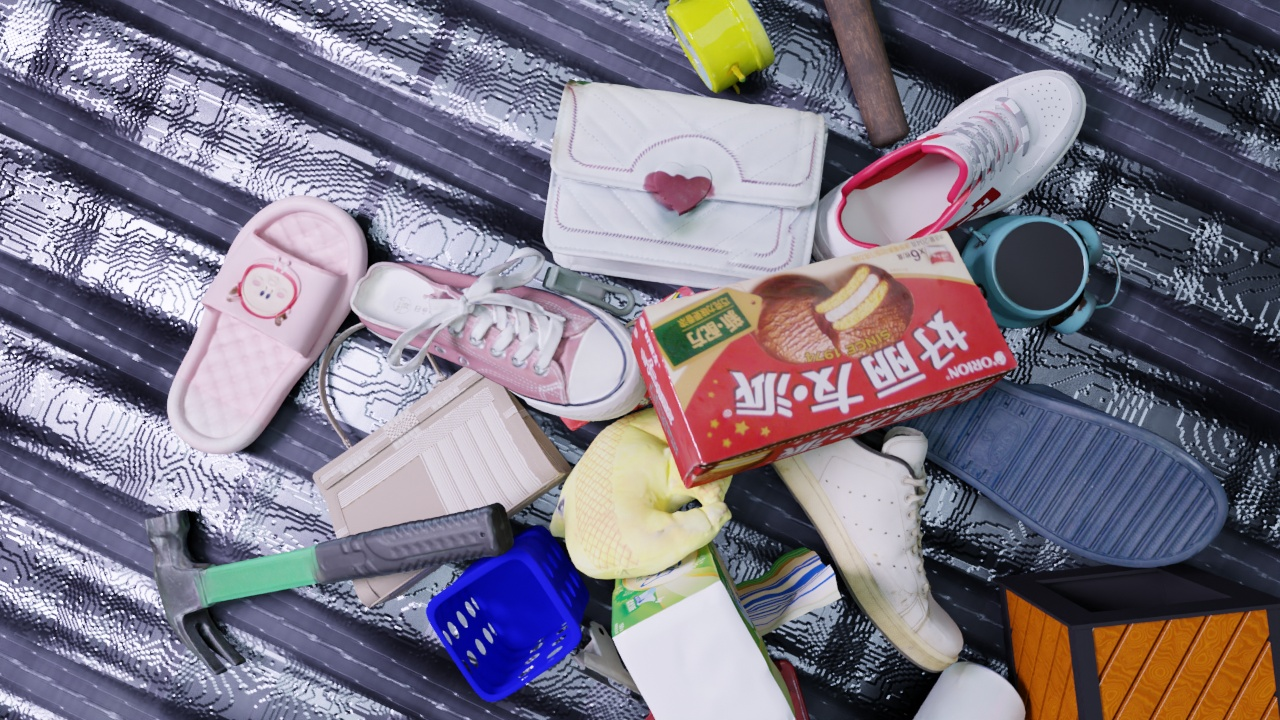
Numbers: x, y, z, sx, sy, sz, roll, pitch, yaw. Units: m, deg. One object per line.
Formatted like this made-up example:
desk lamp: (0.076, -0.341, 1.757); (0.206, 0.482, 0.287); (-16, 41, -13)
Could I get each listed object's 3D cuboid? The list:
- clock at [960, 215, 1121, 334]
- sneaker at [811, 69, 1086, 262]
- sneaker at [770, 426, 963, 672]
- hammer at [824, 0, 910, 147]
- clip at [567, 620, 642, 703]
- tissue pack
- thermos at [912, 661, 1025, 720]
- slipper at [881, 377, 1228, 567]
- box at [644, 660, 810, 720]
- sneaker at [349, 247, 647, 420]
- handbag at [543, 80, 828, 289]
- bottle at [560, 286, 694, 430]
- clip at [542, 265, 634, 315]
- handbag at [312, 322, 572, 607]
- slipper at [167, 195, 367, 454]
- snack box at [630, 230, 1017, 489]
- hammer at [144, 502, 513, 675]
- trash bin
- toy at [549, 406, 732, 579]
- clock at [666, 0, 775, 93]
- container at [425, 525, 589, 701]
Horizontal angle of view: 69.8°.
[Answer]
clock: (0.309, -0.067, 0.702); (0.124, 0.053, 0.090); (5, 90, -1)
sneaker: (0.236, -0.145, 0.679); (0.236, 0.104, 0.090); (-29, 89, 1)
sneaker: (0.180, 0.105, 0.677); (0.102, 0.088, 0.241); (-35, 83, 18)
hammer: (0.188, -0.324, 0.717); (0.218, 0.037, 0.300); (-18, 90, 1)
clip: (-0.036, 0.236, 0.710); (0.043, 0.101, 0.054); (-44, 45, -3)
tissue pack: (0.065, 0.171, 0.635); (0.141, 0.197, 0.120); (-28, 99, 0)
thermos: (0.192, 0.306, 0.630); (0.229, 0.068, 0.068); (-35, 88, -40)
slipper: (0.292, 0.064, 0.694); (0.264, 0.082, 0.101); (28, 103, 20)
box: (0.074, 0.325, 0.672); (0.137, 0.127, 0.157); (-19, 89, 6)
sneaker: (-0.109, -0.026, 0.662); (0.241, 0.088, 0.118); (17, 76, 15)
handbag: (0.033, -0.130, 0.689); (0.198, 0.096, 0.142); (7, 89, 3)
bottle: (-0.004, 0.004, 0.706); (0.137, 0.062, 0.062); (-34, 89, 0)
clip: (-0.039, -0.055, 0.724); (0.075, 0.061, 0.023); (18, 91, -14)
handbag: (-0.182, 0.058, 0.718); (0.176, 0.062, 0.198); (-35, 80, 3)
slipper: (-0.299, -0.029, 0.717); (0.107, 0.055, 0.221); (30, 91, 4)
snack box: (0.123, -0.003, 0.627); (0.236, 0.060, 0.113); (-15, 71, -14)
hammer: (-0.233, 0.149, 0.670); (0.319, 0.032, 0.130); (-15, 86, 23)
trash bin: (0.357, 0.248, 0.654); (0.140, 0.139, 0.172); (-7, 89, 1)
toy: (0.000, 0.094, 0.664); (0.155, 0.170, 0.064); (-17, 119, 24)
clock: (0.054, -0.261, 0.697); (0.057, 0.083, 0.119); (-32, 91, 7)
container: (-0.092, 0.181, 0.680); (0.085, 0.113, 0.084); (-33, 89, 1)
